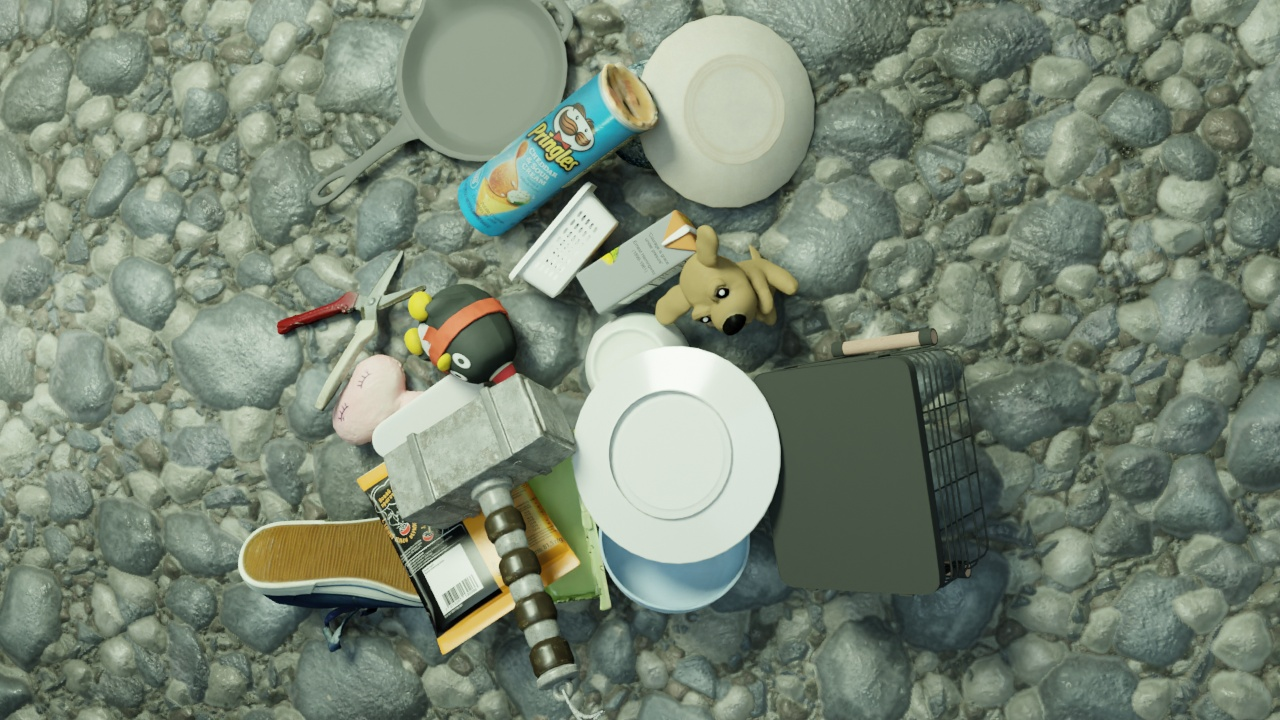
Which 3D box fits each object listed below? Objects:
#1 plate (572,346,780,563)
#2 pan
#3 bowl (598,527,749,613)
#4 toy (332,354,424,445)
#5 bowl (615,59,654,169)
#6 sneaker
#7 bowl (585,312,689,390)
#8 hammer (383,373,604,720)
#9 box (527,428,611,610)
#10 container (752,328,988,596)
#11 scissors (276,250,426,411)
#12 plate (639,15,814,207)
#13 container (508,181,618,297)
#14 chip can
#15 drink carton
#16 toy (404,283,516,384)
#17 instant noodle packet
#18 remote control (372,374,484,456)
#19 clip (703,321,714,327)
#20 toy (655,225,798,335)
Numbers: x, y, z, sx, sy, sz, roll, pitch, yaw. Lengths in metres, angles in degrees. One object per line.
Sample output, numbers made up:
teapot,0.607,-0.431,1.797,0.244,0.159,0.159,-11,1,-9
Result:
plate,0.029,0.089,0.878,0.209,0.015,0.208,-2,85,19
pan,-0.222,-0.277,1.010,0.355,0.024,0.216,-34,85,9
bowl,0.031,0.192,0.938,0.150,0.075,0.150,2,59,-3
toy,-0.283,0.052,1.018,0.105,0.053,0.108,26,94,-7
bowl,0.009,-0.261,0.952,0.114,0.060,0.114,0,90,11
sneaker,-0.279,0.245,1.012,0.294,0.127,0.120,1,55,0
bowl,-0.006,0.006,0.957,0.116,0.065,0.116,0,91,10
hammer,-0.117,0.187,0.860,0.177,0.079,0.326,-31,63,12
box,-0.073,0.166,0.977,0.131,0.064,0.188,-15,86,52
container,0.220,0.099,0.867,0.163,0.130,0.241,-8,90,41
scissors,-0.324,-0.031,1.015,0.199,0.015,0.179,-12,62,18
plate,0.090,-0.248,0.918,0.188,0.027,0.189,-2,99,-12
container,-0.075,-0.121,0.963,0.049,0.080,0.129,41,98,-4
chip can,-0.088,-0.208,0.926,0.230,0.079,0.080,-27,86,36
drink carton,0.004,-0.100,0.951,0.125,0.076,0.048,-31,86,13
toy,-0.178,-0.022,0.970,0.119,0.099,0.098,46,143,17
instant noodle packet,-0.185,0.168,0.965,0.159,0.032,0.220,-33,64,-6
remote control,-0.231,0.058,1.000,0.136,0.013,0.043,-36,104,-12
clip,0.085,-0.059,0.953,0.061,0.041,0.024,-44,85,13
toy,0.091,-0.073,0.906,0.108,0.134,0.105,-6,56,-28
